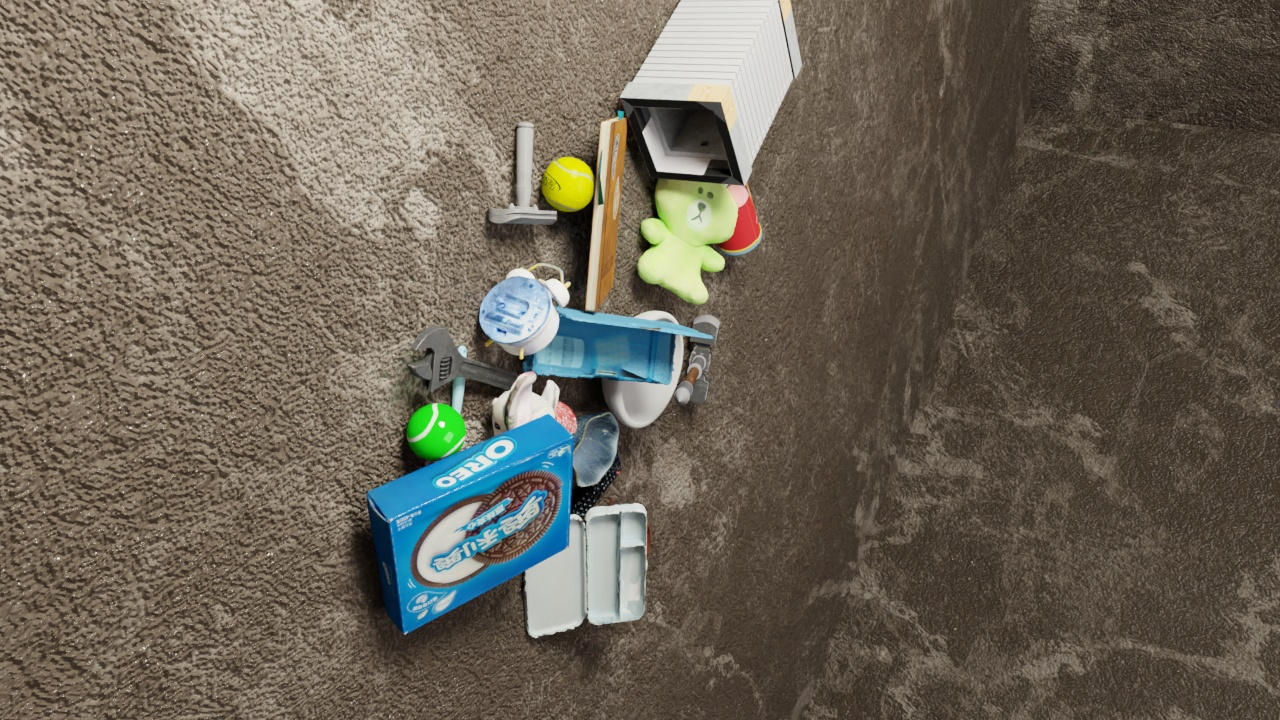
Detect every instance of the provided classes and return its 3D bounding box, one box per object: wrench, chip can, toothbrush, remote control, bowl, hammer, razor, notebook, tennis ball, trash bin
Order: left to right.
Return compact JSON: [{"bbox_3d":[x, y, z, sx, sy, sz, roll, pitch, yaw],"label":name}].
[{"bbox_3d":[-0.229,0.081,1.030,0.065,0.065,0.065,-33,132,-48],"label":"tennis ball"},{"bbox_3d":[-0.219,0.058,1.087,0.022,0.016,0.155,-4,107,-48],"label":"toothbrush"},{"bbox_3d":[-0.191,0.012,1.082,0.273,0.018,0.073,24,83,-68],"label":"wrench"},{"bbox_3d":[-0.135,-0.217,1.068,0.088,0.047,0.116,-11,106,-57],"label":"razor"},{"bbox_3d":[-0.087,-0.214,1.119,0.065,0.065,0.065,-33,132,-48],"label":"tennis ball"},{"bbox_3d":[-0.081,0.121,1.308,0.110,0.055,0.110,-35,133,-48],"label":"bowl"},{"bbox_3d":[-0.077,0.196,1.388,0.149,0.022,0.047,-48,141,-40],"label":"remote control"},{"bbox_3d":[-0.043,-0.198,1.177,0.178,0.014,0.249,-69,166,-72],"label":"notebook"},{"bbox_3d":[-0.008,0.008,1.361,0.176,0.066,0.177,-33,132,-48],"label":"bowl"},{"bbox_3d":[0.080,0.025,1.421,0.321,0.043,0.156,-50,150,-75],"label":"hammer"},{"bbox_3d":[0.104,-0.383,1.253,0.246,0.143,0.142,-64,149,-27],"label":"trash bin"},{"bbox_3d":[0.132,-0.264,1.441,0.086,0.087,0.213,-60,148,-22],"label":"chip can"}]

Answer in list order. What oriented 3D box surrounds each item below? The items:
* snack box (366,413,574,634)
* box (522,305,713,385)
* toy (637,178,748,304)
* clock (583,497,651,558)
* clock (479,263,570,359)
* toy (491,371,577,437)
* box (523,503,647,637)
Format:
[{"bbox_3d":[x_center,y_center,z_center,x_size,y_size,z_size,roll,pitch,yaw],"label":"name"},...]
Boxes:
[{"bbox_3d":[-0.190,0.188,1.066,0.238,0.056,0.196,-23,136,-32],"label":"snack box"},{"bbox_3d":[-0.025,-0.016,1.195,0.231,0.112,0.094,7,91,-37],"label":"box"},{"bbox_3d":[0.068,-0.192,1.353,0.150,0.107,0.196,24,85,-16],"label":"toy"},{"bbox_3d":[-0.043,0.306,1.446,0.120,0.072,0.158,-46,140,-39],"label":"clock"},{"bbox_3d":[-0.135,-0.064,1.092,0.125,0.089,0.052,-62,153,-16],"label":"clock"},{"bbox_3d":[-0.142,0.075,1.140,0.159,0.084,0.194,-54,167,17],"label":"toy"},{"bbox_3d":[-0.080,0.308,1.342,0.191,0.045,0.210,-8,117,-14],"label":"box"}]
